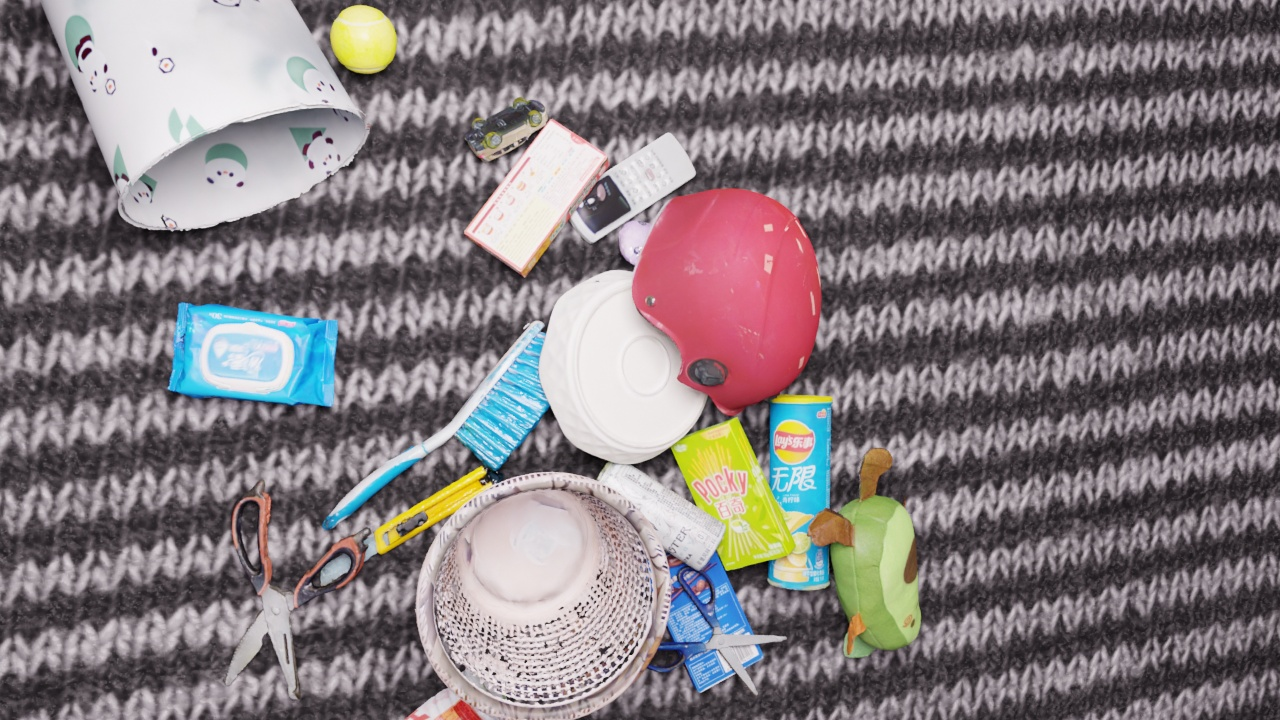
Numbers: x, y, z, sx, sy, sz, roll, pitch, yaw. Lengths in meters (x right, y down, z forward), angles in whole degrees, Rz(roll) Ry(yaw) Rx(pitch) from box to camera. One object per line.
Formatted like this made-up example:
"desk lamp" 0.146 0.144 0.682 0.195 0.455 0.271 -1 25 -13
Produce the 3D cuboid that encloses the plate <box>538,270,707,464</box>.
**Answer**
"plate" -0.006 0.006 0.961 0.204 0.046 0.205 1 88 -33

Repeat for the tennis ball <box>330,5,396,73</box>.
"tennis ball" -0.280 -0.324 0.928 0.065 0.065 0.065 0 90 -12

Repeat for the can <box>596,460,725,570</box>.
"can" 0.017 0.163 0.984 0.147 0.058 0.058 32 84 2

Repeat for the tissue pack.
"tissue pack" -0.383 -0.004 0.915 0.157 0.052 0.095 7 89 -12

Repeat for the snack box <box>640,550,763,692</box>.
"snack box" 0.067 0.280 1.025 0.084 0.026 0.157 -25 95 -11

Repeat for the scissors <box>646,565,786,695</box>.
"scissors" 0.075 0.301 1.006 0.175 0.012 0.162 -13 93 -12

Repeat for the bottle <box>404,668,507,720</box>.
"bottle" -0.229 0.402 0.946 0.197 0.068 0.068 -39 98 -5

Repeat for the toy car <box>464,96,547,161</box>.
"toy car" -0.140 -0.245 0.971 0.090 0.035 0.042 -32 53 -9

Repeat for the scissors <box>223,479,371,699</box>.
"scissors" -0.365 0.230 0.928 0.226 0.015 0.189 -44 88 3

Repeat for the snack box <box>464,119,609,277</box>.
"snack box" -0.109 -0.173 0.974 0.077 0.027 0.155 35 83 9

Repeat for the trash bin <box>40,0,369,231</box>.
"trash bin" -0.408 -0.281 0.831 0.229 0.230 0.252 -27 90 -11

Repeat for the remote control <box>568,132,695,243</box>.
"remote control" -0.012 -0.189 1.008 0.150 0.021 0.058 -35 97 -10

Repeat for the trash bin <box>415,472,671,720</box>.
"trash bin" -0.101 0.208 0.900 0.227 0.192 0.227 -1 93 -12

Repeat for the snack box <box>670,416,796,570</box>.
"snack box" 0.100 0.146 1.000 0.026 0.086 0.156 -26 92 -54

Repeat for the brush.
"brush" -0.190 0.082 0.960 0.109 0.060 0.314 39 85 -4

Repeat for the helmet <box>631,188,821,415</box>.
"helmet" 0.114 -0.065 0.933 0.240 0.144 0.206 58 38 -24

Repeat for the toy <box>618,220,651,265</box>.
"toy" 0.025 -0.115 1.003 0.108 0.039 0.083 23 53 -12

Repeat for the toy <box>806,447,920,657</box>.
"toy" 0.258 0.225 1.010 0.226 0.090 0.247 -48 129 -39

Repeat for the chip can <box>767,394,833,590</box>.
"chip can" 0.177 0.144 1.025 0.071 0.071 0.210 1 91 -12

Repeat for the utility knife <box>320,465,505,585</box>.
"utility knife" -0.240 0.174 0.965 0.219 0.015 0.033 -31 95 -10
